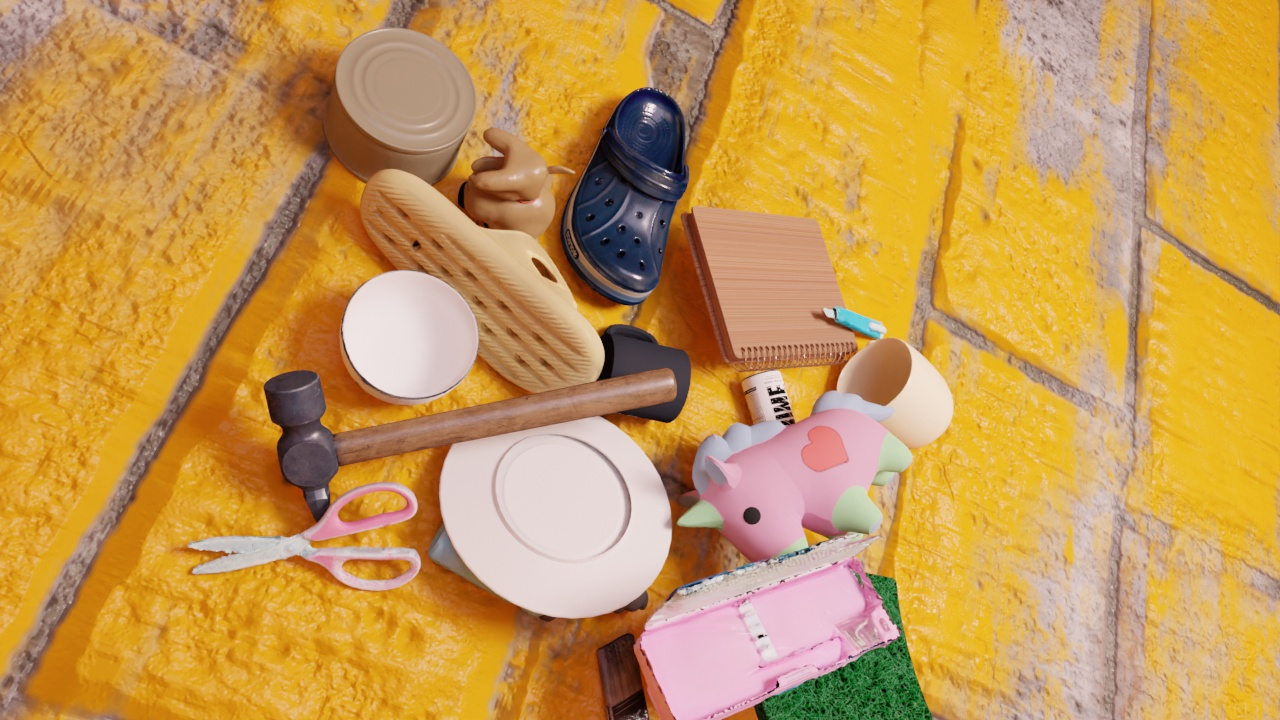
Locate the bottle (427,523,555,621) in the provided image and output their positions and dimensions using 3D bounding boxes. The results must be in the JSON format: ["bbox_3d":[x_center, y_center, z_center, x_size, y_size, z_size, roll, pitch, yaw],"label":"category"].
[{"bbox_3d":[-0.113,0.178,0.767,0.130,0.040,0.040,33,62,-12],"label":"bottle"}]

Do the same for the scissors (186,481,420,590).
[{"bbox_3d":[-0.257,0.156,0.711,0.179,0.016,0.105,-14,114,-14],"label":"scissors"}]

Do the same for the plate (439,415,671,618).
[{"bbox_3d":[-0.067,0.118,0.785,0.208,0.015,0.208,14,49,-17],"label":"plate"}]

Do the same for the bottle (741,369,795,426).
[{"bbox_3d":[0.137,0.069,0.923,0.041,0.041,0.116,-9,77,-28],"label":"bottle"}]

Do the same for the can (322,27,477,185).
[{"bbox_3d":[-0.219,-0.228,0.837,0.127,0.073,0.127,8,69,-23],"label":"can"}]

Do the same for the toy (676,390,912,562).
[{"bbox_3d":[0.144,0.098,0.847,0.171,0.120,0.221,33,62,6],"label":"toy"}]

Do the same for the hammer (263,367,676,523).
[{"bbox_3d":[-0.123,0.049,0.742,0.321,0.040,0.129,-11,114,-16],"label":"hammer"}]

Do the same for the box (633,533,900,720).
[{"bbox_3d":[0.118,0.207,0.727,0.230,0.106,0.086,-10,60,-30],"label":"box"}]

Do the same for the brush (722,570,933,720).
[{"bbox_3d":[0.162,0.313,0.791,0.194,0.075,0.249,0,56,-24],"label":"brush"}]

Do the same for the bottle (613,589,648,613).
[{"bbox_3d":[-0.017,0.168,0.817,0.036,0.036,0.109,-1,73,-26],"label":"bottle"}]

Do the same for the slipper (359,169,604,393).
[{"bbox_3d":[-0.134,-0.074,0.818,0.261,0.112,0.079,42,39,-3],"label":"slipper"}]

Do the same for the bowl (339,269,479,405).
[{"bbox_3d":[-0.200,-0.013,0.777,0.113,0.063,0.113,8,69,-23],"label":"bowl"}]

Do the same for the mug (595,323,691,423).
[{"bbox_3d":[-0.005,0.005,0.868,0.077,0.071,0.105,13,41,-21],"label":"mug"}]

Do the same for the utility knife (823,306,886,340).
[{"bbox_3d":[0.233,-0.044,0.998,0.124,0.015,0.022,16,68,-46],"label":"utility knife"}]

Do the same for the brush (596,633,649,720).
[{"bbox_3d":[-0.009,0.314,0.785,0.038,0.012,0.151,-5,76,-27],"label":"brush"}]

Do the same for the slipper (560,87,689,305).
[{"bbox_3d":[-0.006,-0.179,0.913,0.105,0.095,0.252,22,61,-20],"label":"slipper"}]

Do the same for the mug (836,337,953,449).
[{"bbox_3d":[0.274,0.034,0.973,0.099,0.096,0.120,35,34,-29],"label":"mug"}]

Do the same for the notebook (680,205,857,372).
[{"bbox_3d":[0.141,-0.073,0.952,0.210,0.022,0.169,-3,74,-44],"label":"notebook"}]

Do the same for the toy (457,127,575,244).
[{"bbox_3d":[-0.116,-0.156,0.848,0.106,0.108,0.134,9,68,-5],"label":"toy"}]
